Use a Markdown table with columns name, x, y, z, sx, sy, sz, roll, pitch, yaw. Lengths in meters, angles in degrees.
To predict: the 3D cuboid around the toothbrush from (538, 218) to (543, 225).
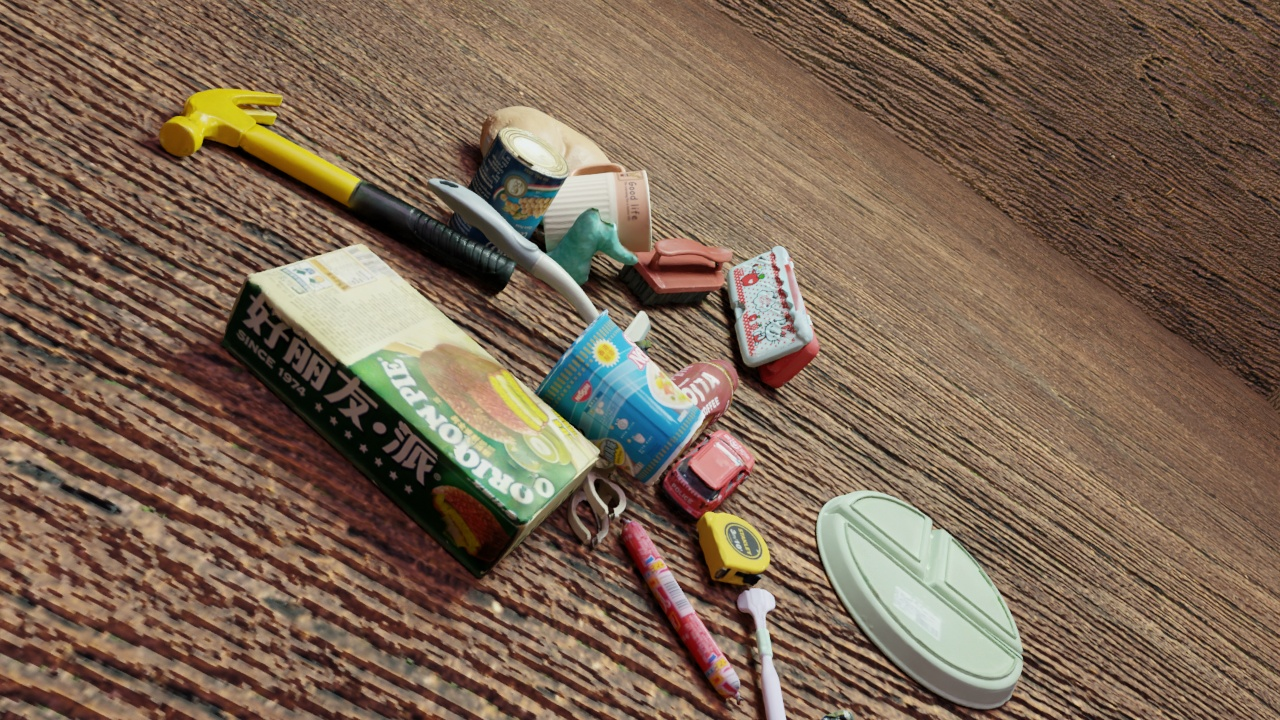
| name | x | y | z | sx | sy | sz | roll | pitch | yaw |
| --- | --- | --- | --- | --- | --- | --- | --- | --- | --- |
| toothbrush | -0.077 | -0.152 | 1.000 | 0.224 | 0.027 | 0.026 | 12 | 26 | -38 |

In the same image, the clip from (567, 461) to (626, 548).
| name | x | y | z | sx | sy | sz | roll | pitch | yaw |
| --- | --- | --- | --- | --- | --- | --- | --- | --- | --- |
| clip | -0.038 | 0.092 | 0.681 | 0.064 | 0.034 | 0.098 | 21 | 27 | -24 |

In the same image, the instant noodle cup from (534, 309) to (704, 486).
| name | x | y | z | sx | sy | sz | roll | pitch | yaw |
| --- | --- | --- | --- | --- | --- | --- | --- | --- | --- |
| instant noodle cup | -0.015 | 0.034 | 0.691 | 0.110 | 0.099 | 0.099 | 39 | 29 | -1 |

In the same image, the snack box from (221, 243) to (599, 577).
| name | x | y | z | sx | sy | sz | roll | pitch | yaw |
| --- | --- | --- | --- | --- | --- | --- | --- | --- | --- |
| snack box | -0.151 | 0.025 | 0.622 | 0.240 | 0.063 | 0.114 | 40 | 29 | 6 |

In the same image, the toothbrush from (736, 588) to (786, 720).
| name | x | y | z | sx | sy | sz | roll | pitch | yaw |
| --- | --- | --- | --- | --- | --- | --- | --- | --- | --- |
| toothbrush | 0.090 | 0.236 | 0.626 | 0.029 | 0.021 | 0.188 | -6 | 37 | 2 |

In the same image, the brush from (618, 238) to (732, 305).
| name | x | y | z | sx | sy | sz | roll | pitch | yaw |
| --- | --- | --- | --- | --- | --- | --- | --- | --- | --- |
| brush | 0.048 | -0.102 | 1.021 | 0.145 | 0.069 | 0.063 | -6 | 51 | -51 |

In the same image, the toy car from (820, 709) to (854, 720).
| name | x | y | z | sx | sy | sz | roll | pitch | yaw |
| --- | --- | --- | --- | --- | --- | --- | --- | --- | --- |
| toy car | 0.163 | 0.279 | 0.628 | 0.105 | 0.031 | 0.048 | 27 | 31 | -14 |

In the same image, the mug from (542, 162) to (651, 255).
| name | x | y | z | sx | sy | sz | roll | pitch | yaw |
| --- | --- | --- | --- | --- | --- | --- | --- | --- | --- |
| mug | -0.046 | -0.160 | 0.940 | 0.106 | 0.082 | 0.114 | -5 | 53 | -3 |

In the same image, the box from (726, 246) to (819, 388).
| name | x | y | z | sx | sy | sz | roll | pitch | yaw |
| --- | --- | --- | --- | --- | --- | --- | --- | --- | --- |
| box | 0.146 | -0.062 | 1.046 | 0.068 | 0.091 | 0.200 | 33 | 28 | -23 |

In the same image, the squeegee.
| name | x | y | z | sx | sy | sz | roll | pitch | yaw |
| --- | --- | --- | --- | --- | --- | --- | --- | --- | --- |
| squeegee | -0.088 | -0.076 | 0.807 | 0.246 | 0.039 | 0.245 | 46 | 28 | -10 |

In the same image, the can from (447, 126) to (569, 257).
| name | x | y | z | sx | sy | sz | roll | pitch | yaw |
| --- | --- | --- | --- | --- | --- | --- | --- | --- | --- |
| can | -0.124 | -0.154 | 0.864 | 0.075 | 0.111 | 0.075 | 27 | 30 | -18 |

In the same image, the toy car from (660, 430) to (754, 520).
| name | x | y | z | sx | sy | sz | roll | pitch | yaw |
| --- | --- | --- | --- | --- | --- | --- | --- | --- | --- |
| toy car | 0.062 | 0.093 | 0.778 | 0.053 | 0.045 | 0.120 | 43 | 27 | 9 |

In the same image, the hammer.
| name | x | y | z | sx | sy | sz | roll | pitch | yaw |
| --- | --- | --- | --- | --- | --- | --- | --- | --- | --- |
| hammer | -0.247 | -0.145 | 0.799 | 0.300 | 0.033 | 0.128 | 29 | 31 | -15 |

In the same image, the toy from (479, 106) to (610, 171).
| name | x | y | z | sx | sy | sz | roll | pitch | yaw |
| --- | --- | --- | --- | --- | --- | --- | --- | --- | --- |
| toy | -0.079 | -0.217 | 1.049 | 0.225 | 0.083 | 0.143 | 16 | 39 | -39 |

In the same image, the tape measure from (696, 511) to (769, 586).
| name | x | y | z | sx | sy | sz | roll | pitch | yaw |
| --- | --- | --- | --- | --- | --- | --- | --- | --- | --- |
| tape measure | 0.071 | 0.150 | 0.719 | 0.057 | 0.029 | 0.060 | 18 | 34 | -29 |

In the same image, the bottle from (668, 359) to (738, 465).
| name | x | y | z | sx | sy | sz | roll | pitch | yaw |
| --- | --- | --- | --- | --- | --- | --- | --- | --- | --- |
| bottle | 0.040 | 0.040 | 0.815 | 0.057 | 0.058 | 0.174 | 42 | 29 | 9 |

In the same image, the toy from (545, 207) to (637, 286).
| name | x | y | z | sx | sy | sz | roll | pitch | yaw |
| --- | --- | --- | --- | --- | --- | --- | --- | --- | --- |
| toy | -0.054 | -0.105 | 0.891 | 0.096 | 0.092 | 0.030 | 28 | 31 | -21 |

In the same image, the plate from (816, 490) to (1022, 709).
| name | x | y | z | sx | sy | sz | roll | pitch | yaw |
| --- | --- | --- | --- | --- | --- | --- | --- | --- | --- |
| plate | 0.261 | 0.209 | 0.845 | 0.230 | 0.028 | 0.229 | 26 | 30 | -17 |

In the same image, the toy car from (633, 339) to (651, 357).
| name | x | y | z | sx | sy | sz | roll | pitch | yaw |
| --- | --- | --- | --- | --- | --- | --- | --- | --- | --- |
| toy car | -0.005 | 0.005 | 0.812 | 0.090 | 0.035 | 0.042 | -8 | 86 | -81 |

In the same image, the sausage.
| name | x | y | z | sx | sy | sz | roll | pitch | yaw |
| --- | --- | --- | --- | --- | --- | --- | --- | --- | --- |
| sausage | 0.026 | 0.173 | 0.645 | 0.020 | 0.020 | 0.156 | 1 | 45 | -47 |
